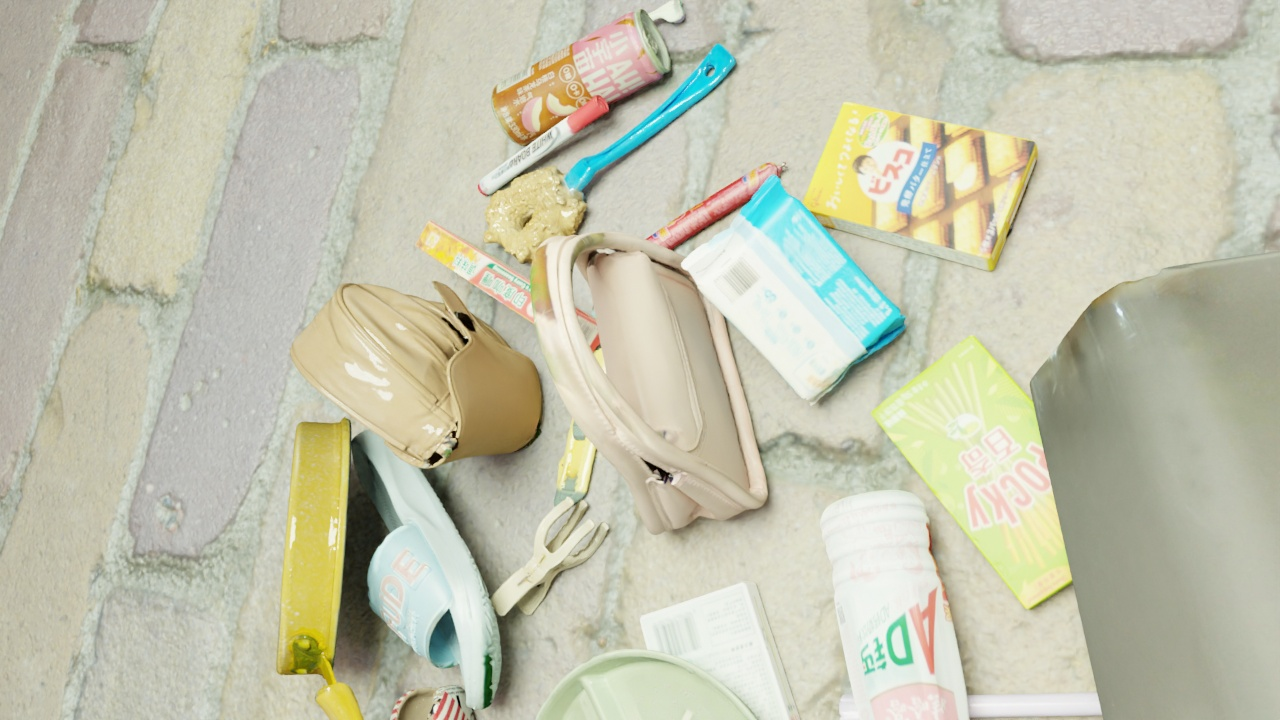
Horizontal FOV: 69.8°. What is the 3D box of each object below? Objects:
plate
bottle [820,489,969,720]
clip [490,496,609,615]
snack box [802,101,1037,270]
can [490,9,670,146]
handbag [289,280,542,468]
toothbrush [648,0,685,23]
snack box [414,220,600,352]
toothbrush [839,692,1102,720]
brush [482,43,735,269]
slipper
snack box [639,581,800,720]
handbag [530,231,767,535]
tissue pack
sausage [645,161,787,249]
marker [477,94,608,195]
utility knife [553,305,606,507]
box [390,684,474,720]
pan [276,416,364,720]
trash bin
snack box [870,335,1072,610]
[{"bbox_3d":[0.011,0.307,0.601,0.231,0.027,0.230,-7,78,37],"label":"plate"},{"bbox_3d":[0.157,0.180,0.552,0.068,0.068,0.196,-15,63,21],"label":"bottle"},{"bbox_3d":[-0.073,0.148,0.685,0.103,0.076,0.034,-45,63,-4],"label":"clip"},{"bbox_3d":[0.194,-0.124,0.646,0.140,0.033,0.087,21,86,29],"label":"snack box"},{"bbox_3d":[-0.051,-0.234,0.768,0.147,0.058,0.058,-21,69,21],"label":"can"},{"bbox_3d":[-0.151,0.007,0.680,0.148,0.204,0.100,43,98,11],"label":"handbag"},{"bbox_3d":[-0.047,-0.261,0.798,0.190,0.020,0.029,-23,38,19],"label":"toothbrush"},{"bbox_3d":[-0.104,-0.060,0.734,0.156,0.077,0.027,32,92,32],"label":"snack box"},{"bbox_3d":[0.217,0.212,0.559,0.189,0.021,0.029,-10,41,21],"label":"toothbrush"},{"bbox_3d":[-0.026,-0.168,0.758,0.255,0.046,0.083,-39,61,7],"label":"brush"},{"bbox_3d":[-0.177,0.154,0.703,0.074,0.104,0.245,-21,56,-26],"label":"slipper"},{"bbox_3d":[0.060,0.237,0.619,0.085,0.027,0.156,-24,69,19],"label":"snack box"},{"bbox_3d":[-0.004,0.003,0.589,0.093,0.234,0.193,-20,68,15],"label":"handbag"},{"bbox_3d":[0.106,-0.046,0.629,0.090,0.063,0.140,-43,94,9],"label":"tissue pack"},{"bbox_3d":[0.046,-0.112,0.718,0.156,0.020,0.020,-31,66,14],"label":"sausage"},{"bbox_3d":[-0.086,-0.180,0.778,0.146,0.017,0.017,-27,67,31],"label":"marker"},{"bbox_3d":[-0.041,0.030,0.728,0.031,0.019,0.176,6,75,22],"label":"utility knife"},{"bbox_3d":[-0.158,0.327,0.679,0.076,0.075,0.163,-11,75,15],"label":"box"},{"bbox_3d":[-0.219,0.199,0.659,0.356,0.078,0.198,-105,27,-44],"label":"pan"},{"bbox_3d":[0.312,0.078,0.448,0.199,0.199,0.219,-9,64,1],"label":"trash bin"},{"bbox_3d":[0.229,0.069,0.585,0.086,0.026,0.156,-39,65,12],"label":"snack box"}]
